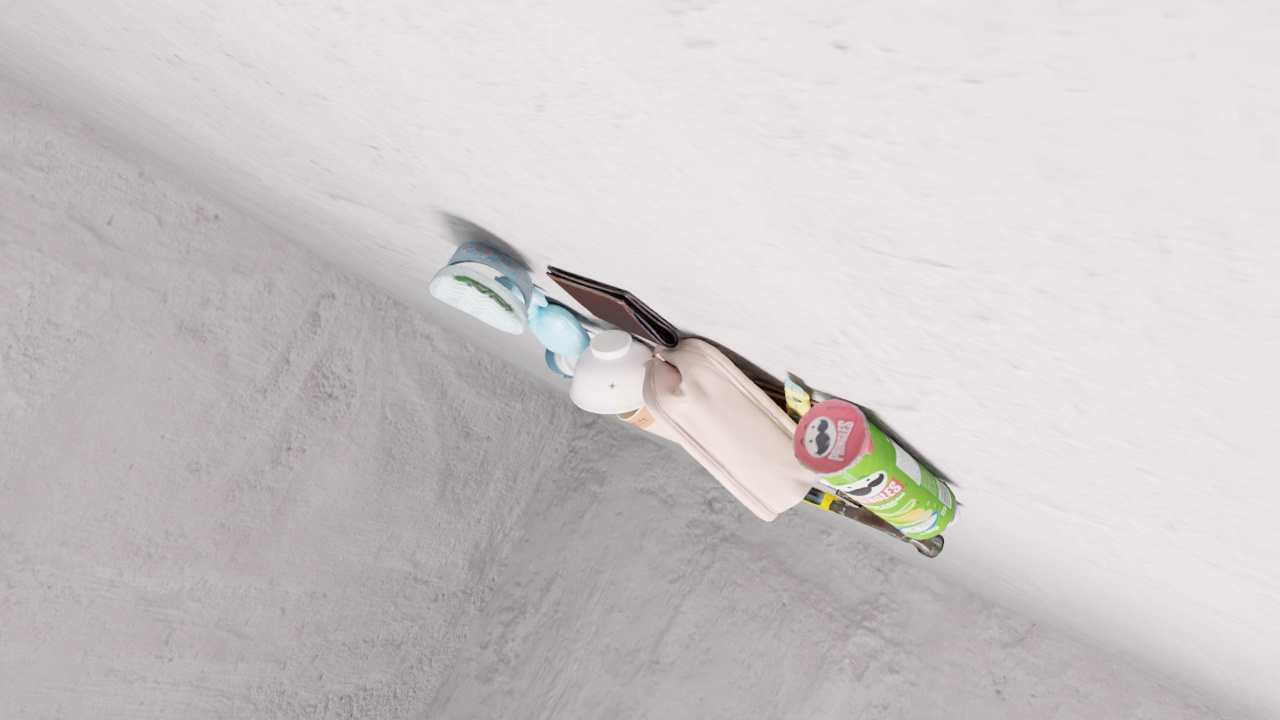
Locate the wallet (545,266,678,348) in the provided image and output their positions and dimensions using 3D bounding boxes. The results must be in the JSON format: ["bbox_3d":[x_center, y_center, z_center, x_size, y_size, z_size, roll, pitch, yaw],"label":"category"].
[{"bbox_3d":[-0.029,-0.053,0.905,0.122,0.020,0.096,23,167,43],"label":"wallet"}]

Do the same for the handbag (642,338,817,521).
[{"bbox_3d":[0.074,0.054,0.972,0.193,0.093,0.234,43,179,-20],"label":"handbag"}]

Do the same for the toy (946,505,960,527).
[{"bbox_3d":[0.330,0.166,1.080,0.108,0.038,0.084,31,152,-20],"label":"toy"}]

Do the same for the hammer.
[{"bbox_3d":[0.244,0.180,1.173,0.126,0.032,0.323,28,174,-15],"label":"hammer"}]

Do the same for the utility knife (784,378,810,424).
[{"bbox_3d":[0.153,0.047,0.894,0.031,0.019,0.173,23,161,18],"label":"utility knife"}]

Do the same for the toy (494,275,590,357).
[{"bbox_3d":[-0.115,-0.049,1.156,0.156,0.049,0.161,34,166,3],"label":"toy"}]

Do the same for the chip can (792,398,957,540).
[{"bbox_3d":[0.234,0.112,0.889,0.072,0.072,0.236,22,172,44],"label":"chip can"}]

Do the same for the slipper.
[{"bbox_3d":[-0.162,-0.081,0.987,0.104,0.074,0.245,28,179,-11],"label":"slipper"}]

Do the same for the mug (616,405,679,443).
[{"bbox_3d":[0.025,0.060,1.296,0.106,0.081,0.114,26,-177,-28],"label":"mug"}]

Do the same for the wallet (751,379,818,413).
[{"bbox_3d":[0.176,0.059,0.954,0.101,0.020,0.115,20,168,41],"label":"wallet"}]

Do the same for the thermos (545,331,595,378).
[{"bbox_3d":[-0.100,-0.007,1.359,0.070,0.070,0.221,29,173,-10],"label":"thermos"}]

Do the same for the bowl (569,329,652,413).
[{"bbox_3d":[-0.031,0.003,1.090,0.118,0.118,0.065,22,134,39],"label":"bowl"}]

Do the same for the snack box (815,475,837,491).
[{"bbox_3d":[0.246,0.138,1.175,0.127,0.044,0.113,24,174,17],"label":"snack box"}]
